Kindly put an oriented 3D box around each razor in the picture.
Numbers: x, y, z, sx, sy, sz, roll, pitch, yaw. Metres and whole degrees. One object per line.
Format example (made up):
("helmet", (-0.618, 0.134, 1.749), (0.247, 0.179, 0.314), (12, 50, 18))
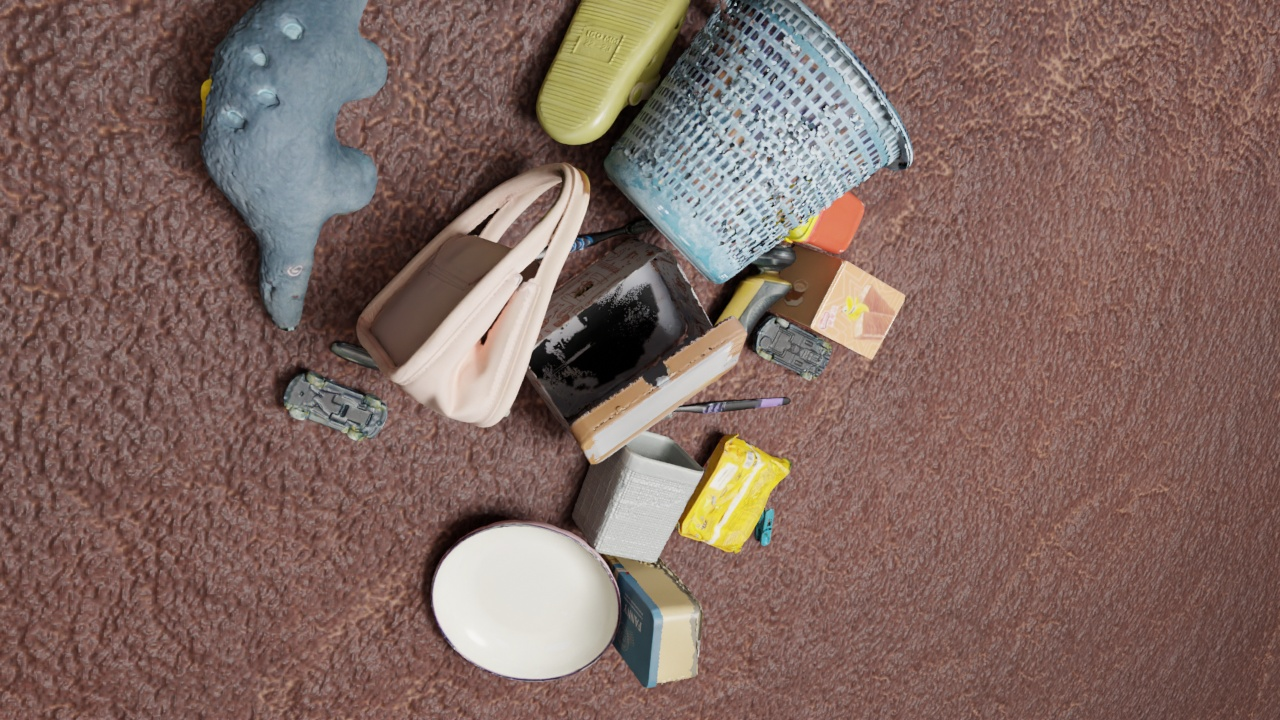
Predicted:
("razor", (0.101, -0.052, 0.958), (0.067, 0.062, 0.167), (34, 98, 0))

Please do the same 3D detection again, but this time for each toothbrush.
("toothbrush", (-0.202, 0.019, 0.858), (0.181, 0.018, 0.016), (24, 99, -28))
("toothbrush", (0.088, 0.052, 1.004), (0.188, 0.017, 0.014), (-3, 108, -26))
("toothbrush", (-0.069, -0.109, 0.876), (0.189, 0.016, 0.014), (-18, 109, -18))

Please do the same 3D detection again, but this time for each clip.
("clip", (0.144, 0.191, 1.074), (0.014, 0.040, 0.056), (-9, 118, -21))

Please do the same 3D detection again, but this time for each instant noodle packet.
("instant noodle packet", (0.101, 0.147, 1.025), (0.110, 0.044, 0.128), (26, 99, -36))

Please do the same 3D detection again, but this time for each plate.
("plate", (-0.114, 0.238, 0.930), (0.192, 0.039, 0.193), (1, 113, 3))

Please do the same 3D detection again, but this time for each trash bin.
("trash bin", (0.083, -0.183, 0.792), (0.195, 0.226, 0.226), (-43, 120, 7))

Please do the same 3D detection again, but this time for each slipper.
("slipper", (-0.022, -0.266, 0.815), (0.190, 0.092, 0.081), (-59, 160, -7))

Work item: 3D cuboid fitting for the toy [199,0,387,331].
("toy", (-0.270, -0.191, 0.720), (0.137, 0.091, 0.357), (0, 111, -54))

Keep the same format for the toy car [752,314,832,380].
("toy car", (0.164, -0.015, 1.006), (0.105, 0.031, 0.049), (24, 95, -31))

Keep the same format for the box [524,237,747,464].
("box", (-0.004, 0.006, 0.851), (0.182, 0.178, 0.153), (-38, 117, -10))

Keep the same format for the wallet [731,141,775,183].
("wallet", (0.069, -0.180, 0.906), (0.124, 0.032, 0.101), (18, 98, -27))

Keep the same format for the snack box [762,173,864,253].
("snack box", (0.173, -0.154, 0.931), (0.080, 0.091, 0.082), (18, 100, -35))

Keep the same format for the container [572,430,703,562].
("container", (-0.008, 0.138, 0.947), (0.090, 0.090, 0.114), (17, 102, -28))

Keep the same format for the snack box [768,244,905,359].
("snack box", (0.204, -0.063, 0.973), (0.094, 0.093, 0.077), (23, 97, -30))

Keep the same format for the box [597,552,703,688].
("box", (0.004, 0.256, 0.938), (0.061, 0.184, 0.090), (-1, 103, -22))

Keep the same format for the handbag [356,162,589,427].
("handbag", (-0.127, -0.072, 0.766), (0.093, 0.193, 0.234), (37, 85, -32))

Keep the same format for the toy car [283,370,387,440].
("toy car", (-0.272, 0.039, 0.821), (0.090, 0.034, 0.043), (24, 99, -27))
